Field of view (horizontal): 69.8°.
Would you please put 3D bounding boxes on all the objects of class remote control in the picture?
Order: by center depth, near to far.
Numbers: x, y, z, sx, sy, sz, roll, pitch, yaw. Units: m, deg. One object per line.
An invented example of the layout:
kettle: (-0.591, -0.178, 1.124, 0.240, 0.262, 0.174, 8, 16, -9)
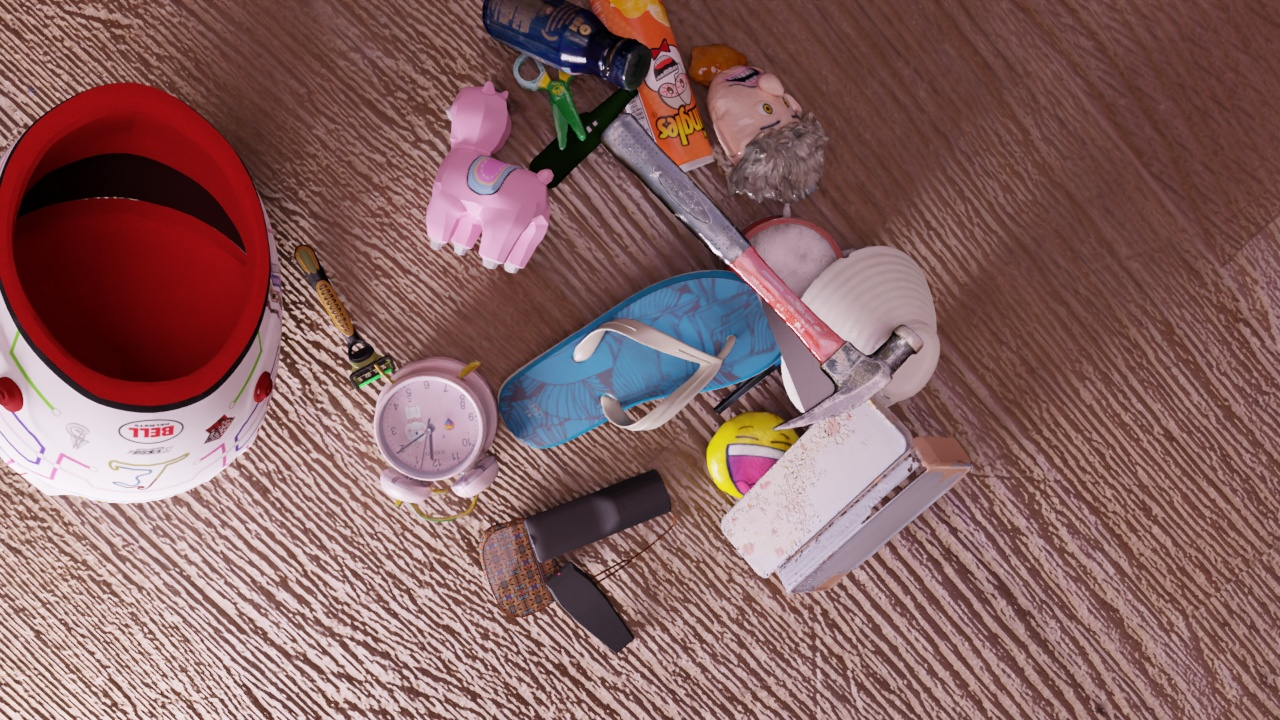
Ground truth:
remote control: (-0.040, 0.150, 0.891, 0.140, 0.021, 0.045, -20, 83, -13)
remote control: (-0.047, 0.248, 0.906, 0.039, 0.010, 0.125, -38, 119, -5)

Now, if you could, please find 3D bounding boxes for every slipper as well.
slipper: (-0.005, 0.005, 0.841, 0.295, 0.060, 0.118, -24, 101, 15)

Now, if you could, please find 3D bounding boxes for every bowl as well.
bowl: (0.220, -0.010, 0.836, 0.177, 0.071, 0.177, -13, 118, -26)

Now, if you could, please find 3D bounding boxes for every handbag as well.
handbag: (-0.060, 0.182, 0.914, 0.195, 0.043, 0.093, -18, 95, -9)

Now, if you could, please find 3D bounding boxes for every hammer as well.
hammer: (0.079, -0.082, 0.789, 0.140, 0.036, 0.326, -43, 83, 4)

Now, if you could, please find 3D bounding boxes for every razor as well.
razor: (-0.286, -0.045, 0.869, 0.044, 0.021, 0.144, -30, 100, -17)

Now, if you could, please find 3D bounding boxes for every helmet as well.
helmet: (-0.422, -0.039, 0.759, 0.230, 0.237, 0.314, -1, 78, -34)

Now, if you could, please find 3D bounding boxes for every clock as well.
clock: (0.121, -0.065, 0.868, 0.110, 0.062, 0.157, 34, 100, -7)
clock: (-0.195, 0.076, 0.872, 0.117, 0.058, 0.158, -4, 99, -2)

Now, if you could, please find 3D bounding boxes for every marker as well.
marker: (0.120, 0.010, 0.900, 0.123, 0.018, 0.015, -41, 93, 4)

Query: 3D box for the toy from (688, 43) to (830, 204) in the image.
toy: (0.107, -0.222, 0.830, 0.176, 0.132, 0.076, 55, 135, 7)

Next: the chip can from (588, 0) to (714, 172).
chip can: (0.004, -0.272, 0.831, 0.062, 0.062, 0.210, -20, 99, 0)

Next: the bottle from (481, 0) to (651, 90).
bottle: (-0.065, -0.282, 0.800, 0.161, 0.056, 0.056, 30, 96, 22)

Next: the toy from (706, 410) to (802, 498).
toy: (0.112, 0.094, 0.900, 0.095, 0.041, 0.094, 10, 103, -5)

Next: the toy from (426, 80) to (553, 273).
toy: (-0.135, -0.166, 0.828, 0.123, 0.067, 0.157, 19, 96, 20)

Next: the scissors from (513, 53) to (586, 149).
scissors: (-0.083, -0.237, 0.824, 0.078, 0.013, 0.131, -9, 64, 10)

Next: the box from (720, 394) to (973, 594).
box: (0.186, 0.124, 0.860, 0.121, 0.094, 0.218, 11, 132, -36)

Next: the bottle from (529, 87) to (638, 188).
bottle: (-0.050, -0.205, 0.829, 0.123, 0.033, 0.033, -38, 99, 28)
